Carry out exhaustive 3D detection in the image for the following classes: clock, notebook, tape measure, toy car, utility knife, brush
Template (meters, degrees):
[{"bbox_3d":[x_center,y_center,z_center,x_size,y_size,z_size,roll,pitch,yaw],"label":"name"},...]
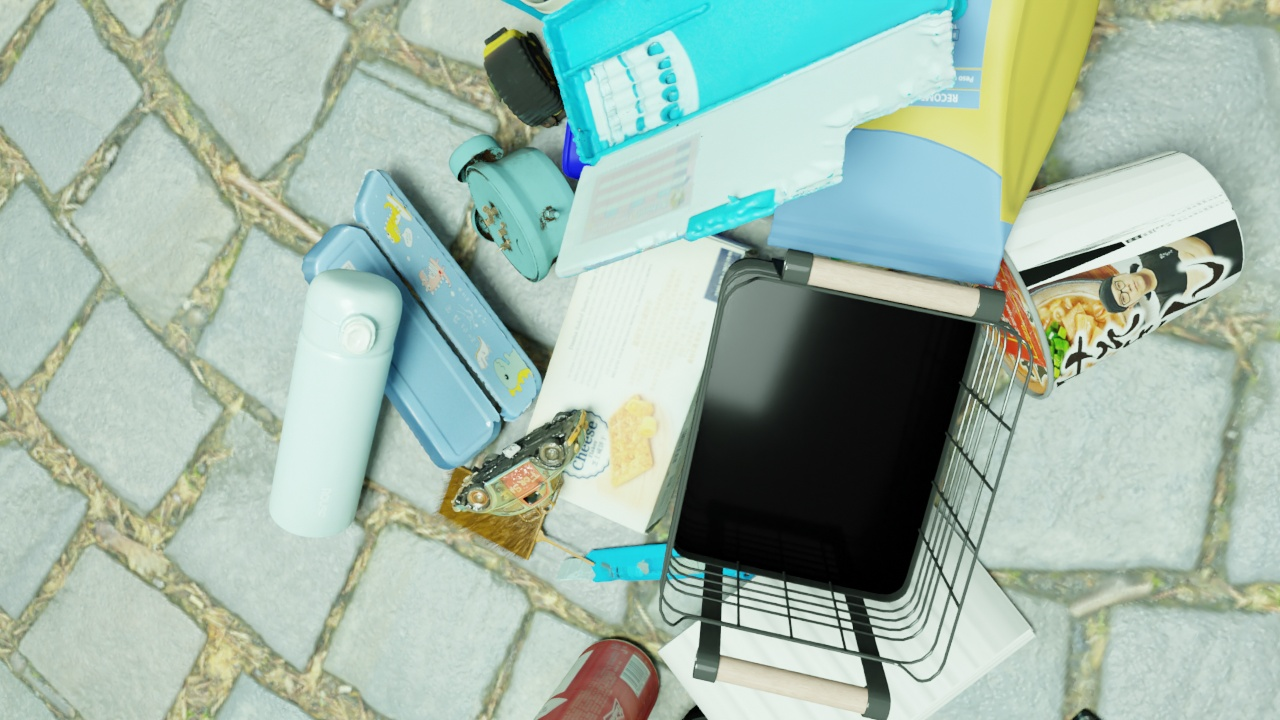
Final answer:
[{"bbox_3d":[-0.087,-0.108,0.631,0.053,0.090,0.124,-33,53,-17],"label":"clock"},{"bbox_3d":[0.138,0.191,0.622,0.210,0.009,0.142,-38,85,2],"label":"notebook"},{"bbox_3d":[0.056,0.300,0.663,0.091,0.042,0.121,21,101,12],"label":"clock"},{"bbox_3d":[-0.081,-0.193,0.635,0.038,0.062,0.067,-29,90,16],"label":"tape measure"},{"bbox_3d":[-0.073,0.077,0.612,0.112,0.047,0.047,-32,109,22],"label":"toy car"},{"bbox_3d":[0.019,0.150,0.672,0.175,0.015,0.031,-8,89,17],"label":"utility knife"},{"bbox_3d":[-0.096,0.125,0.692,0.126,0.017,0.048,24,101,15],"label":"brush"}]

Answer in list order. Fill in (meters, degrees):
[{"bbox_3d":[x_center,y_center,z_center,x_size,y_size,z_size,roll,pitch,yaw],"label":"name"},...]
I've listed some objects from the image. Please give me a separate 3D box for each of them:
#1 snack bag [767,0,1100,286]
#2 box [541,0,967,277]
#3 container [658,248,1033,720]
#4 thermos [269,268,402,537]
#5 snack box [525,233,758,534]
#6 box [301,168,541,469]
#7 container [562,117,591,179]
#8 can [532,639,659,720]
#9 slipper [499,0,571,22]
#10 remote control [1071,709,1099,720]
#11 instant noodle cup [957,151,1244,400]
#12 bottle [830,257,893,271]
[{"bbox_3d":[0.153,-0.156,0.519,0.159,0.102,0.205,19,101,44],"label":"snack bag"},{"bbox_3d":[0.051,-0.146,0.482,0.228,0.071,0.181,-14,73,35],"label":"box"},{"bbox_3d":[0.109,0.059,0.534,0.163,0.130,0.241,12,103,3],"label":"container"},{"bbox_3d":[-0.224,0.031,0.671,0.065,0.078,0.207,9,117,-24],"label":"thermos"},{"bbox_3d":[-0.004,0.004,0.639,0.104,0.057,0.208,21,101,12],"label":"snack box"},{"bbox_3d":[-0.162,-0.030,0.681,0.128,0.034,0.209,-42,81,29],"label":"box"},{"bbox_3d":[0.019,-0.153,0.602,0.114,0.084,0.085,11,100,12],"label":"container"},{"bbox_3d":[-0.036,0.248,0.615,0.067,0.170,0.067,1,96,13],"label":"can"},{"bbox_3d":[-0.044,-0.280,0.618,0.295,0.060,0.118,23,104,11],"label":"slipper"},{"bbox_3d":[0.267,0.304,0.619,0.047,0.022,0.150,39,104,7],"label":"remote control"},{"bbox_3d":[0.265,-0.058,0.538,0.122,0.123,0.123,-24,90,6],"label":"instant noodle cup"},{"bbox_3d":[0.147,-0.046,0.601,0.043,0.043,0.111,-11,94,15],"label":"bottle"}]
